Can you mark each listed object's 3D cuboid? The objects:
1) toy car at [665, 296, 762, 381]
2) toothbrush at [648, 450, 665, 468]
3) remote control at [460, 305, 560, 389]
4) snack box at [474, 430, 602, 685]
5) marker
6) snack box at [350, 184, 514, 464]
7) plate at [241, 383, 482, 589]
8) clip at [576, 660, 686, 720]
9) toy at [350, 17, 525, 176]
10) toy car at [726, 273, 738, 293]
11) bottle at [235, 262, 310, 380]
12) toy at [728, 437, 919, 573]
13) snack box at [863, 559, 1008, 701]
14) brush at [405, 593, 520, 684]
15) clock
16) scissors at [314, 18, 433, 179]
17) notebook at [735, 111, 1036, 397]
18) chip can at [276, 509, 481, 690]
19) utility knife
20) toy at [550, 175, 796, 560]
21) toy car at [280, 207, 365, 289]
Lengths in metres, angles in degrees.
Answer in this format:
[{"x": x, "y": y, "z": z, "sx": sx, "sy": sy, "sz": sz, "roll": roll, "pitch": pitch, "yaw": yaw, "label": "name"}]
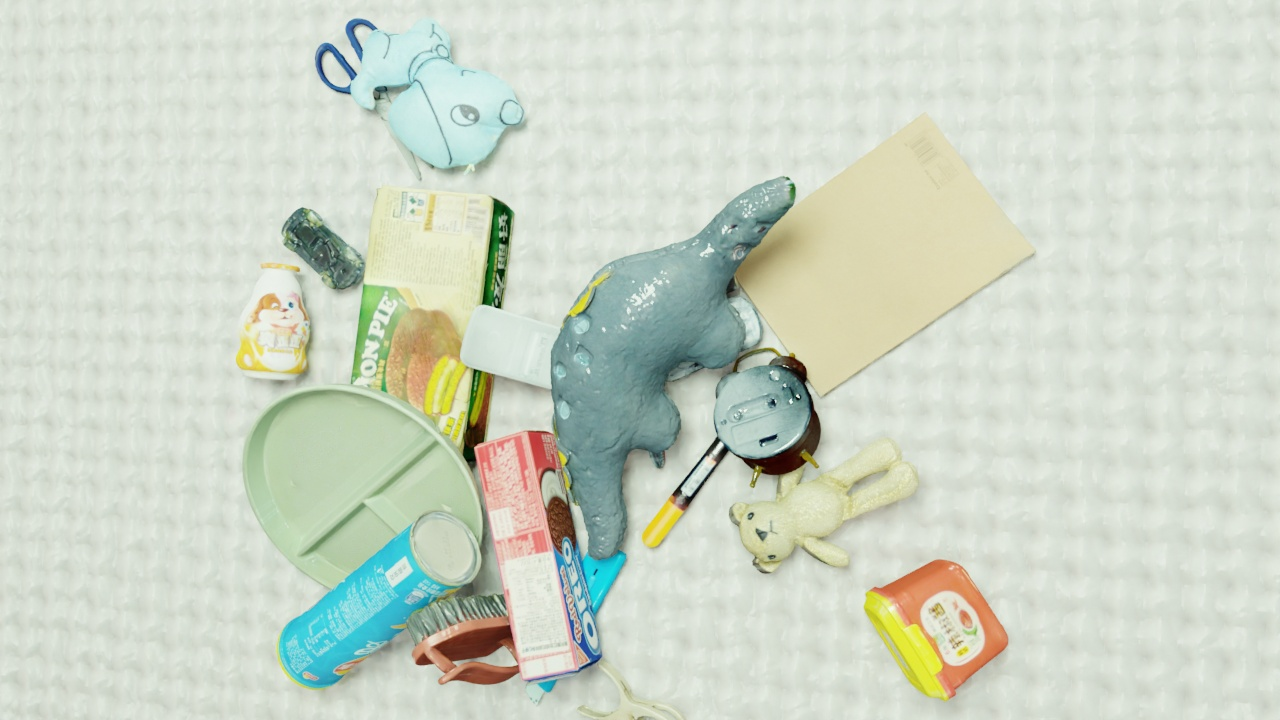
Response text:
[{"x": 0.053, "y": -0.018, "z": 0.795, "sx": 0.106, "sy": 0.031, "sz": 0.049, "roll": -25, "pitch": 83, "yaw": 11, "label": "toy car"}, {"x": -0.005, "y": 0.005, "z": 0.813, "sx": 0.016, "sy": 0.017, "sz": 0.187, "roll": -14, "pitch": 86, "yaw": 10, "label": "toothbrush"}, {"x": -0.087, "y": -0.005, "z": 0.799, "sx": 0.136, "sy": 0.020, "sz": 0.056, "roll": 16, "pitch": 91, "yaw": -18, "label": "remote control"}, {"x": -0.089, "y": 0.167, "z": 0.795, "sx": 0.058, "sy": 0.057, "sz": 0.207, "roll": -17, "pitch": 79, "yaw": 18, "label": "snack box"}, {"x": 0.042, "y": 0.112, "z": 0.803, "sx": 0.018, "sy": 0.015, "sz": 0.124, "roll": 37, "pitch": 93, "yaw": 9, "label": "marker"}, {"x": -0.190, "y": -0.032, "z": 0.831, "sx": 0.114, "sy": 0.063, "sz": 0.240, "roll": 6, "pitch": 90, "yaw": 12, "label": "snack box"}, {"x": -0.244, "y": 0.120, "z": 0.812, "sx": 0.230, "sy": 0.027, "sz": 0.230, "roll": 6, "pitch": 115, "yaw": 12, "label": "plate"}, {"x": -0.003, "y": 0.306, "z": 0.799, "sx": 0.100, "sy": 0.034, "sz": 0.070, "roll": 24, "pitch": 94, "yaw": 20, "label": "clip"}, {"x": -0.188, "y": -0.239, "z": 0.842, "sx": 0.161, "sy": 0.050, "sz": 0.156, "roll": -10, "pitch": 87, "yaw": 8, "label": "toy"}, {"x": 0.040, "y": -0.064, "z": 0.797, "sx": 0.091, "sy": 0.035, "sz": 0.042, "roll": -19, "pitch": 84, "yaw": 20, "label": "toy car"}, {"x": -0.343, "y": -0.036, "z": 0.863, "sx": 0.063, "sy": 0.063, "sz": 0.108, "roll": 5, "pitch": 89, "yaw": 12, "label": "bottle"}, {"x": 0.151, "y": 0.117, "z": 0.752, "sx": 0.157, "sy": 0.066, "sz": 0.105, "roll": -31, "pitch": 77, "yaw": 16, "label": "toy"}, {"x": 0.234, "y": 0.209, "z": 0.729, "sx": 0.080, "sy": 0.082, "sz": 0.091, "roll": -32, "pitch": 83, "yaw": -4, "label": "snack box"}, {"x": -0.139, "y": 0.237, "z": 0.769, "sx": 0.063, "sy": 0.145, "sz": 0.069, "roll": -36, "pitch": 68, "yaw": 9, "label": "brush"}, {"x": 0.105, "y": 0.040, "z": 0.763, "sx": 0.082, "sy": 0.055, "sz": 0.121, "roll": -20, "pitch": 56, "yaw": 16, "label": "clock"}, {"x": -0.241, "y": -0.254, "z": 0.875, "sx": 0.173, "sy": 0.012, "sz": 0.126, "roll": 29, "pitch": 95, "yaw": 10, "label": "scissors"}, {"x": 0.197, "y": -0.089, "z": 0.777, "sx": 0.212, "sy": 0.012, "sz": 0.149, "roll": -36, "pitch": 81, "yaw": 9, "label": "notebook"}, {"x": -0.229, "y": 0.210, "z": 0.796, "sx": 0.211, "sy": 0.071, "sz": 0.071, "roll": -39, "pitch": 81, "yaw": 27, "label": "chip can"}, {"x": -0.063, "y": 0.236, "z": 0.819, "sx": 0.034, "sy": 0.018, "sz": 0.161, "roll": 28, "pitch": 95, "yaw": 11, "label": "utility knife"}, {"x": 0.001, "y": -0.006, "z": 0.750, "sx": 0.138, "sy": 0.091, "sz": 0.357, "roll": 30, "pitch": 105, "yaw": 5, "label": "toy"}, {"x": -0.300, "y": -0.105, "z": 0.871, "sx": 0.090, "sy": 0.034, "sz": 0.043, "roll": 42, "pitch": 94, "yaw": 8, "label": "toy car"}]
